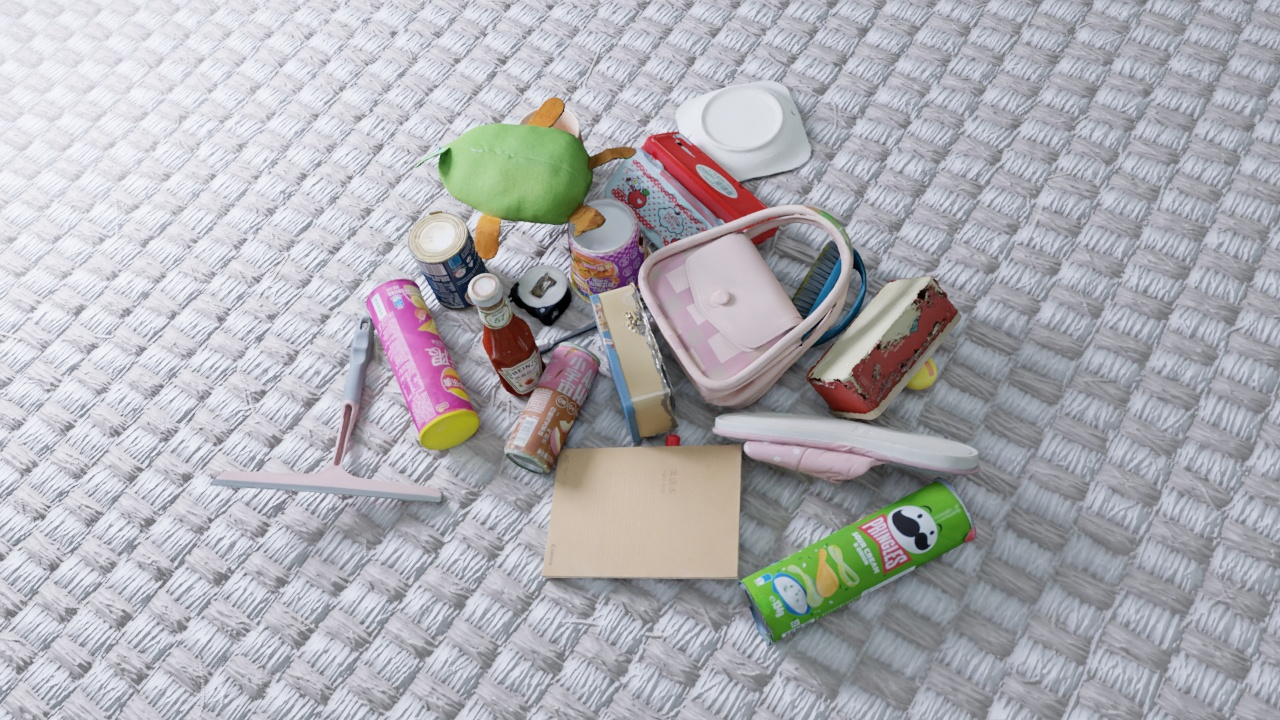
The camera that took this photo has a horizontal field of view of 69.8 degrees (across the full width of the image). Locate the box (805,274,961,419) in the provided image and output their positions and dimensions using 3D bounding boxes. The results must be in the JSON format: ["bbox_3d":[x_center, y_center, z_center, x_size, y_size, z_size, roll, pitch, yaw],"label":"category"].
[{"bbox_3d":[0.263,-0.021,1.008,0.168,0.091,0.076,-47,107,-16],"label":"box"}]

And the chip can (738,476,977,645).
[{"bbox_3d":[0.217,0.201,0.921,0.236,0.072,0.072,-26,62,-6],"label":"chip can"}]

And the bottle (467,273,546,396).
[{"bbox_3d":[-0.148,-0.027,1.010,0.060,0.206,0.059,-2,62,4],"label":"bottle"}]

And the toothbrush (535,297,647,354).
[{"bbox_3d":[-0.049,-0.048,1.118,0.181,0.018,0.015,-24,55,-7],"label":"toothbrush"}]

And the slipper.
[{"bbox_3d":[0.210,0.096,0.962,0.275,0.114,0.054,7,98,15],"label":"slipper"}]

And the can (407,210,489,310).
[{"bbox_3d":[-0.233,-0.121,1.125,0.075,0.111,0.075,-3,62,6],"label":"can"}]

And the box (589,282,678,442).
[{"bbox_3d":[-0.006,0.006,1.039,0.060,0.090,0.184,-15,55,-2],"label":"box"}]

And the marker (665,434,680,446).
[{"bbox_3d":[0.031,0.150,1.003,0.017,0.017,0.145,1,63,8],"label":"marker"}]

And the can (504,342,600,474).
[{"bbox_3d":[-0.099,0.054,1.046,0.058,0.058,0.147,19,66,16],"label":"can"}]

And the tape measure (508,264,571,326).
[{"bbox_3d":[-0.119,-0.084,1.135,0.066,0.034,0.066,32,71,19],"label":"tape measure"}]

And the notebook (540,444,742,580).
[{"bbox_3d":[0.003,0.161,0.988,0.212,0.012,0.149,-3,61,15],"label":"notebook"}]

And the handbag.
[{"bbox_3d":[0.130,-0.078,1.031,0.234,0.093,0.193,-34,64,10],"label":"handbag"}]

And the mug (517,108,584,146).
[{"bbox_3d":[-0.106,-0.248,1.178,0.081,0.106,0.114,-18,62,-2],"label":"mug"}]

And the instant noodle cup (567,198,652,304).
[{"bbox_3d":[-0.040,-0.136,1.116,0.111,0.099,0.111,-2,62,4],"label":"instant noodle cup"}]

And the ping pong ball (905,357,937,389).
[{"bbox_3d":[0.310,0.013,1.025,0.040,0.040,0.040,-3,62,6],"label":"ping pong ball"}]

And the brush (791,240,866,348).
[{"bbox_3d":[0.222,-0.073,1.073,0.073,0.055,0.143,24,68,19],"label":"brush"}]

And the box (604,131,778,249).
[{"bbox_3d":[0.061,-0.190,1.158,0.201,0.098,0.118,45,41,18],"label":"box"}]

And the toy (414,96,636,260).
[{"bbox_3d":[-0.133,-0.217,1.075,0.247,0.090,0.226,15,68,18],"label":"toy"}]

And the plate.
[{"bbox_3d":[0.134,-0.312,1.222,0.163,0.034,0.164,-15,63,-1],"label":"plate"}]

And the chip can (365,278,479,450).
[{"bbox_3d":[-0.260,0.001,1.087,0.071,0.071,0.210,-26,62,-7],"label":"chip can"}]

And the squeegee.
[{"bbox_3d":[-0.345,0.054,1.089,0.247,0.040,0.249,6,57,-7],"label":"squeegee"}]
